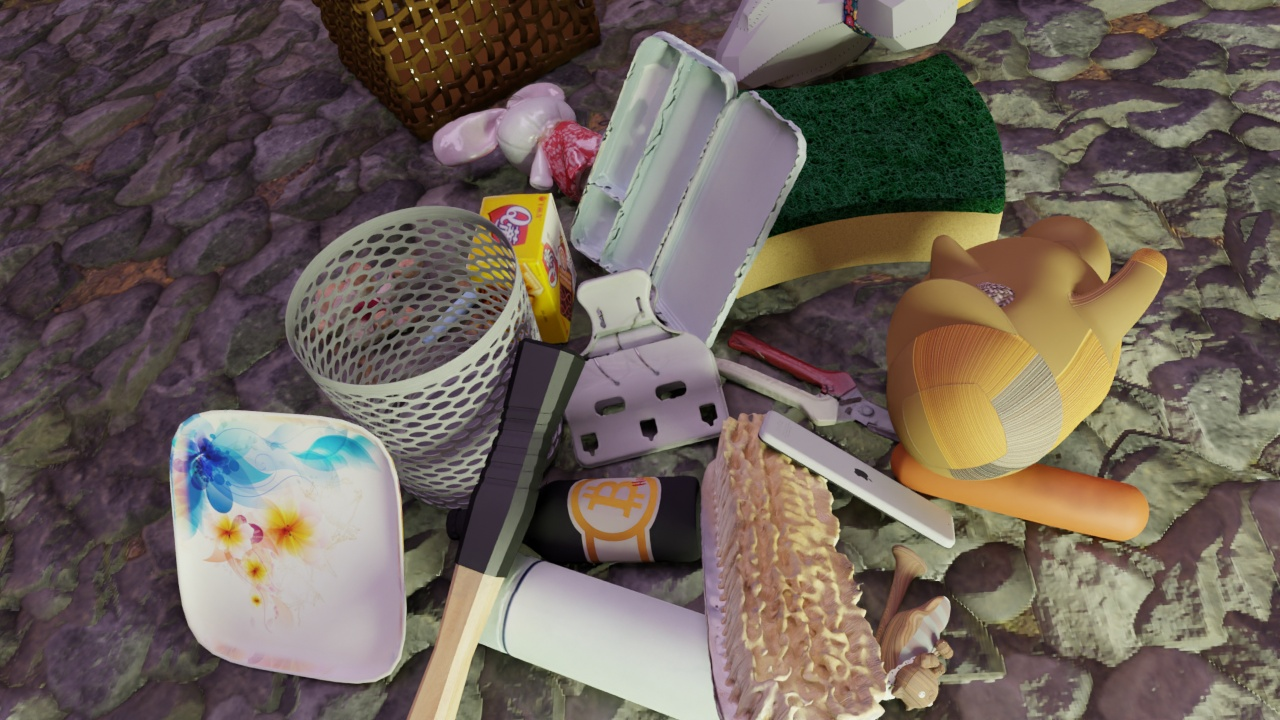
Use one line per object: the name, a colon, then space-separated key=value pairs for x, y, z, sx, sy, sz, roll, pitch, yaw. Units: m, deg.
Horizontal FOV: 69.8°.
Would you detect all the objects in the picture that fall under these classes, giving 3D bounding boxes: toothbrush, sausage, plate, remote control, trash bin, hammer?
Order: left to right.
plate: x=-0.242 y=0.126 z=0.635 sx=0.187 sy=0.187 sz=0.016 roll=2 pitch=9 yaw=18
trash bin: x=-0.144 y=0.008 z=0.672 sx=0.156 sy=0.183 sz=0.156 roll=-5 pitch=52 yaw=7
hammer: x=-0.105 y=0.146 z=0.573 sx=0.131 sy=0.039 sz=0.328 roll=14 pitch=81 yaw=22
toothbrush: x=-0.143 y=-0.069 z=0.838 sx=0.022 sy=0.016 sz=0.154 roll=43 pitch=68 yaw=-1
remote control: x=0.147 y=0.080 z=0.623 sx=0.146 sy=0.008 sz=0.045 roll=30 pitch=23 yaw=5
sausage: x=0.253 y=0.086 z=0.621 sx=0.164 sy=0.044 sz=0.039 roll=13 pitch=92 yaw=20

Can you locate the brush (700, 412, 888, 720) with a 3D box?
brush: x=0.083 y=0.125 z=0.557 sx=0.083 sy=0.057 sz=0.270 roll=19 pitch=27 yaw=-8

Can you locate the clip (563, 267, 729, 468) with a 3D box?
clip: x=-0.004 y=0.003 z=0.720 sx=0.125 sy=0.074 sz=0.143 roll=-15 pitch=77 yaw=3

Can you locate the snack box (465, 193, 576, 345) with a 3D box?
snack box: x=-0.097 y=-0.076 z=0.776 sx=0.061 sy=0.106 sz=0.083 roll=-3 pitch=53 yaw=9

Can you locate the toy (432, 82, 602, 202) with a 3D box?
toy: x=-0.088 y=-0.209 z=0.893 sx=0.194 sy=0.084 sz=0.158 roll=35 pitch=58 yaw=24

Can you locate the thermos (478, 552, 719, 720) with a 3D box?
thermos: x=-0.004 y=0.182 z=0.586 sx=0.230 sy=0.068 sz=0.067 roll=14 pitch=57 yaw=20

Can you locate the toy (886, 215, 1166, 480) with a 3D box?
toy: x=0.225 y=-0.006 z=0.597 sx=0.199 sy=0.162 sz=0.202 roll=-25 pitch=10 yaw=43

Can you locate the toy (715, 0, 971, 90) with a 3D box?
toy: x=0.181 y=-0.338 z=0.880 sx=0.247 sy=0.141 sz=0.267 roll=-32 pitch=37 yaw=6

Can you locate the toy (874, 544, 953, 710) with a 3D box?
toy: x=0.169 y=0.172 z=0.576 sx=0.055 sy=0.041 sz=0.101 roll=7 pitch=60 yaw=43

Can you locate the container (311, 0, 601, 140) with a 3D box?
container: x=-0.217 y=-0.427 z=0.998 sx=0.251 sy=0.214 sz=0.219 roll=-34 pitch=54 yaw=-15

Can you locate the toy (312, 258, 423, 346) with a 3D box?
toy: x=-0.249 y=-0.052 z=0.821 sx=0.106 sy=0.074 sz=0.085 roll=-13 pitch=16 yaw=27

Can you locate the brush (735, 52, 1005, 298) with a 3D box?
brush: x=0.176 y=-0.165 z=0.807 sx=0.250 sy=0.075 sz=0.194 roll=-7 pitch=52 yaw=6

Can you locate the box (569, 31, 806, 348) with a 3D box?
box: x=0.034 y=-0.133 z=0.743 sx=0.192 sy=0.210 sz=0.061 roll=40 pitch=37 yaw=25

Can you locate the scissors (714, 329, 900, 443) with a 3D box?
scissors: x=0.146 y=0.023 z=0.710 sx=0.188 sy=0.015 sz=0.146 roll=-3 pitch=52 yaw=7

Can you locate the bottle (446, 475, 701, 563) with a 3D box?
bottle: x=-0.048 y=0.114 z=0.651 sx=0.182 sy=0.059 sz=0.059 roll=-3 pitch=53 yaw=9
